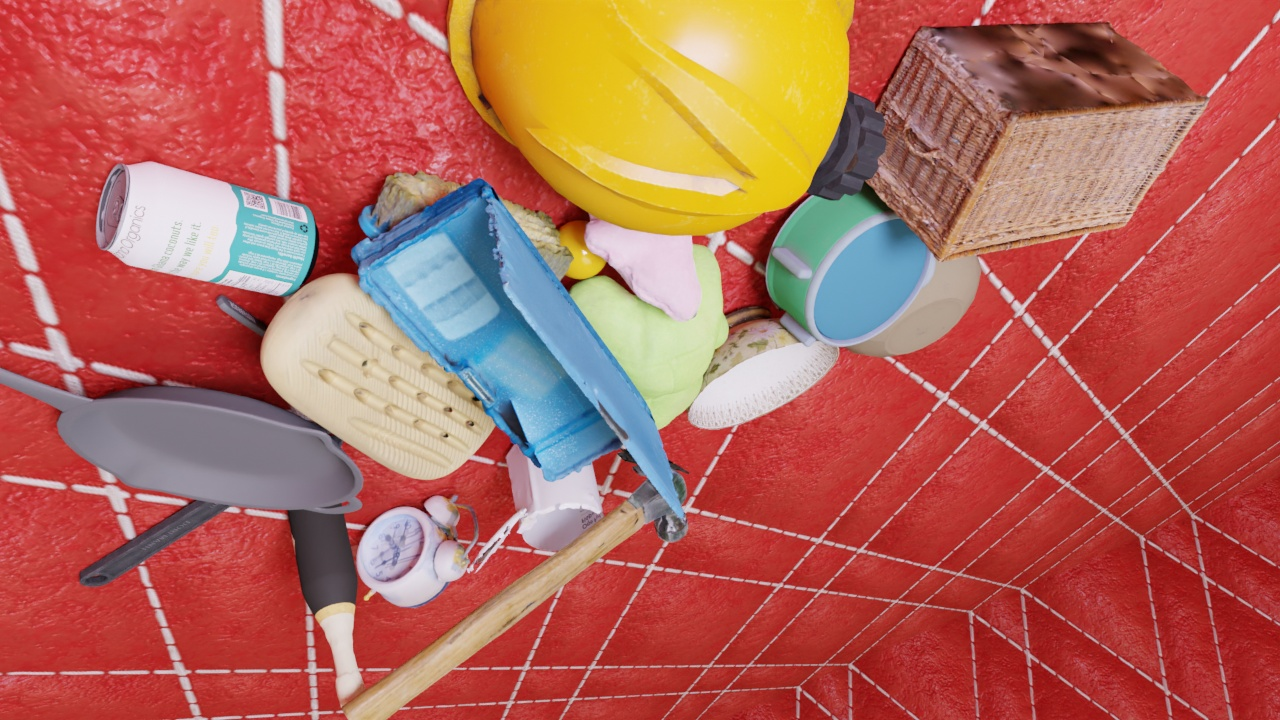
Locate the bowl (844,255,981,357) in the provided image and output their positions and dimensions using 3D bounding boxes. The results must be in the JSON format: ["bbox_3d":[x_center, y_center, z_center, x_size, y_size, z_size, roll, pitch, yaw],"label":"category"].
[{"bbox_3d":[0.253,-0.050,0.859,0.152,0.050,0.152,-17,149,-11],"label":"bowl"}]

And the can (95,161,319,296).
[{"bbox_3d":[-0.231,-0.070,0.496,0.101,0.055,0.055,12,134,-45],"label":"can"}]

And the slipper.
[{"bbox_3d":[-0.173,0.003,0.624,0.111,0.079,0.261,-48,158,-5],"label":"slipper"}]

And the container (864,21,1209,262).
[{"bbox_3d":[0.269,-0.159,0.643,0.198,0.113,0.113,-11,142,-23],"label":"container"}]

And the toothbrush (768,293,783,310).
[{"bbox_3d":[0.199,-0.089,0.792,0.185,0.024,0.022,-24,-175,-1],"label":"toothbrush"}]

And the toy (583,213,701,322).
[{"bbox_3d":[0.002,-0.081,0.610,0.095,0.099,0.053,15,155,-34],"label":"toy"}]

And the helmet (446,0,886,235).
[{"bbox_3d":[0.032,-0.139,0.496,0.255,0.131,0.206,6,139,-39],"label":"helmet"}]

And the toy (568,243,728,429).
[{"bbox_3d":[-0.004,0.004,0.714,0.150,0.107,0.197,-20,151,-19],"label":"toy"}]

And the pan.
[{"bbox_3d":[-0.322,0.034,0.586,0.217,0.024,0.354,-14,148,30],"label":"pan"}]

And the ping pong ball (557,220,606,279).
[{"bbox_3d":[-0.042,-0.076,0.629,0.040,0.040,0.040,-17,149,-11],"label":"ping pong ball"}]

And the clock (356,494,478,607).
[{"bbox_3d":[-0.206,0.176,0.861,0.125,0.088,0.052,-27,143,6],"label":"clock"}]

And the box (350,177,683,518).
[{"bbox_3d":[-0.064,0.018,0.549,0.094,0.112,0.231,-28,134,5],"label":"box"}]

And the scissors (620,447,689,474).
[{"bbox_3d":[-0.015,0.063,0.778,0.165,0.013,0.149,6,-160,21],"label":"scissors"}]

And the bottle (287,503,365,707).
[{"bbox_3d":[-0.256,0.198,0.764,0.045,0.184,0.045,-17,149,-11],"label":"bottle"}]

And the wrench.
[{"bbox_3d":[-0.354,0.120,0.744,0.273,0.018,0.073,-30,148,13],"label":"wrench"}]

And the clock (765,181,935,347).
[{"bbox_3d":[0.180,-0.087,0.730,0.161,0.075,0.122,-28,136,-12],"label":"clock"}]

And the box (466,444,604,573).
[{"bbox_3d":[-0.097,0.123,0.806,0.136,0.146,0.084,17,128,-35],"label":"box"}]

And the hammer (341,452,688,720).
[{"bbox_3d":[-0.093,0.190,0.757,0.329,0.033,0.132,-34,142,-22],"label":"hammer"}]

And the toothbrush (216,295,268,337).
[{"bbox_3d":[-0.236,-0.002,0.638,0.013,0.013,0.167,-34,149,1],"label":"toothbrush"}]

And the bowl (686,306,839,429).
[{"bbox_3d":[0.096,-0.002,0.807,0.145,0.063,0.145,-20,155,-10],"label":"bowl"}]

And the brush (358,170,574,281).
[{"bbox_3d":[-0.116,-0.067,0.577,0.135,0.055,0.075,13,127,-43],"label":"brush"}]
